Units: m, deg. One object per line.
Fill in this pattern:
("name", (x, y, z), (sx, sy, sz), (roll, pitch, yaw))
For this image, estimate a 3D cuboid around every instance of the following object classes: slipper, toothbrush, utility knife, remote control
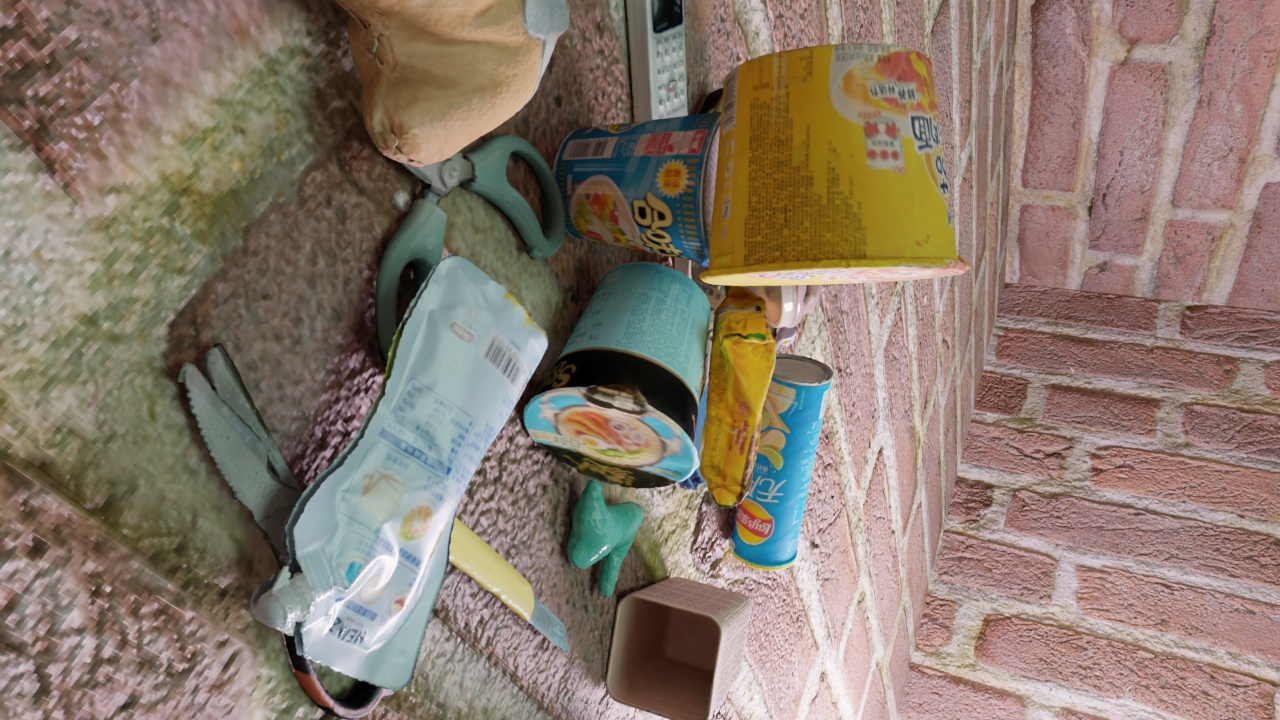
("slipper", (0.107, -0.088, 0.711), (0.274, 0.054, 0.114), (-71, 145, -84))
("toothbrush", (0.118, 0.034, 0.939), (0.021, 0.029, 0.188), (41, 54, -13))
("utility knife", (-0.083, 0.138, 0.564), (0.219, 0.022, 0.030), (54, 32, -48))
("remote control", (0.014, -0.216, 0.636), (0.058, 0.021, 0.150), (-43, 137, -51))

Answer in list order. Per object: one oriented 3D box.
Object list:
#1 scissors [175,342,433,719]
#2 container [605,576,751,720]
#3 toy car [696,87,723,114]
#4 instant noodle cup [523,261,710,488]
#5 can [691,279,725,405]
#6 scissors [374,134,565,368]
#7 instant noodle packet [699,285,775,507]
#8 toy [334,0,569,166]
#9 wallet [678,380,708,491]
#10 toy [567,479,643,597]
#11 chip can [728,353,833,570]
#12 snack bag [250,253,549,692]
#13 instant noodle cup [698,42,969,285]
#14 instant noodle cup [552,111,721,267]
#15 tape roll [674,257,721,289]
("scissors", (-0.145, 0.077, 0.426), (0.192, 0.015, 0.207), (-1, 100, -62))
("container", (0.038, 0.236, 0.771), (0.110, 0.090, 0.090), (2, 97, -67))
("toy car", (0.058, -0.176, 0.719), (0.035, 0.042, 0.090), (44, 52, -34))
("instant noodle cup", (-0.004, 0.003, 0.593), (0.111, 0.111, 0.120), (67, 34, -48))
("can", (0.021, 0.012, 0.689), (0.146, 0.058, 0.058), (-68, 152, -23))
("scissors", (-0.086, -0.068, 0.491), (0.179, 0.019, 0.170), (-19, 115, -60))
("instant noodle packet", (0.066, 0.020, 0.633), (0.110, 0.044, 0.128), (-85, 179, -68))
("toy", (-0.102, -0.186, 0.347), (0.226, 0.083, 0.143), (60, 38, -50))
("wallet", (0.053, 0.030, 0.784), (0.132, 0.040, 0.106), (-59, 138, -36))
("toy", (-0.025, 0.131, 0.673), (0.091, 0.030, 0.096), (6, 99, -62))
("chip can", (0.137, 0.102, 0.913), (0.071, 0.071, 0.210), (-32, 134, -57))
("snack bag", (-0.106, 0.053, 0.436), (0.190, 0.039, 0.110), (-67, 156, -20))
("instant noodle cup", (0.099, -0.097, 0.485), (0.137, 0.138, 0.110), (-3, 92, -63))
("instant noodle cup", (0.008, -0.106, 0.563), (0.099, 0.110, 0.099), (-29, 123, -58))
("tape roll", (0.053, -0.090, 0.768), (0.085, 0.014, 0.086), (-31, 125, -57))
